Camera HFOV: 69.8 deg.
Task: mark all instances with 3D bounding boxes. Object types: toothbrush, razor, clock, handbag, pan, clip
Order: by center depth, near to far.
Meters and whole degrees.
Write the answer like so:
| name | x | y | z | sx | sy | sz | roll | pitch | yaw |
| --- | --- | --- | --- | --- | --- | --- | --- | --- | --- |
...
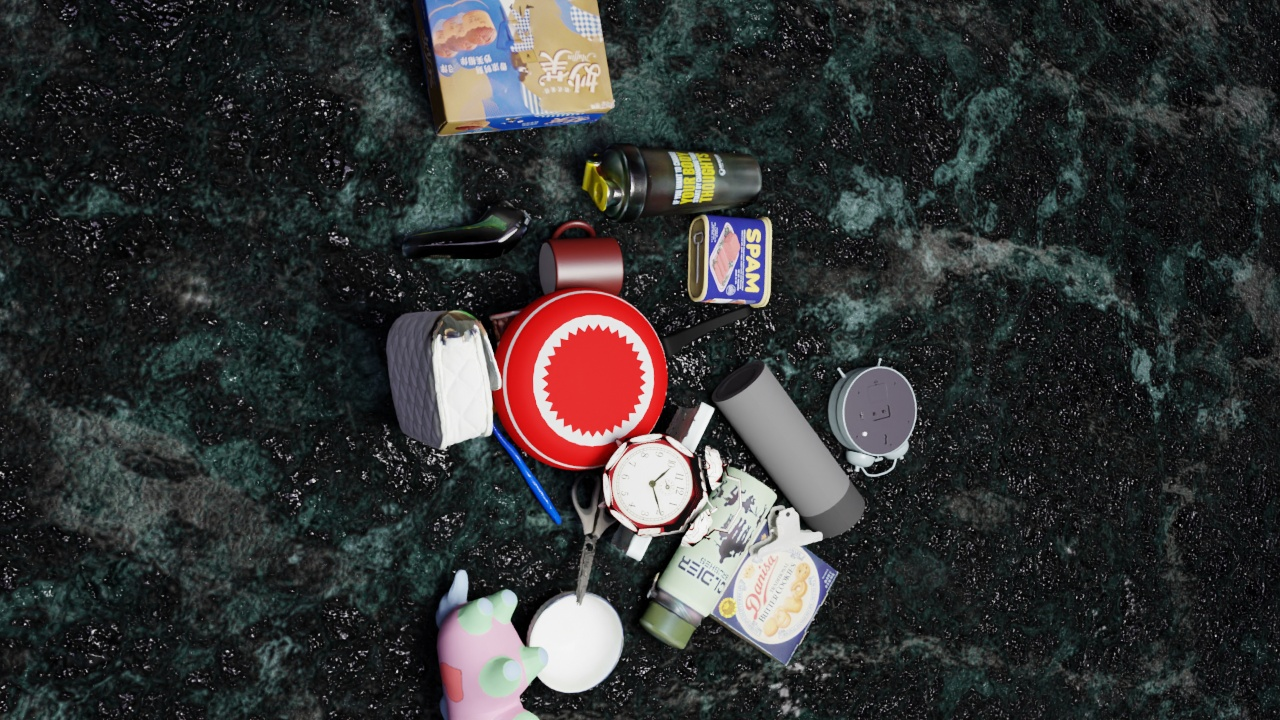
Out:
| name | x | y | z | sx | sy | sz | roll | pitch | yaw |
| --- | --- | --- | --- | --- | --- | --- | --- | --- | --- |
| handbag | -0.213 | 0.015 | 0.978 | 0.072 | 0.195 | 0.139 | -10 | 98 | -28 |
| clock | 0.037 | 0.143 | 1.005 | 0.155 | 0.065 | 0.114 | 13 | 80 | 14 |
| razor | -0.202 | -0.147 | 1.060 | 0.151 | 0.054 | 0.067 | -10 | 84 | -15 |
| pan | -0.002 | -0.003 | 1.075 | 0.355 | 0.067 | 0.209 | -22 | 101 | -24 |
| toothbrush | -0.142 | 0.121 | 1.102 | 0.018 | 0.016 | 0.182 | -37 | 103 | -23 |
| clip | 0.190 | 0.218 | 1.180 | 0.101 | 0.050 | 0.058 | -10 | 106 | -25 |
| clock | 0.323 | 0.082 | 1.276 | 0.122 | 0.045 | 0.159 | -12 | 96 | -22 |

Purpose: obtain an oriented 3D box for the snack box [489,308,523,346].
| name | x | y | z | sx | sy | sz | roll | pitch | yaw |
| --- | --- | --- | --- | --- | --- | --- | --- | --- | --- |
| snack box | -0.130 | -0.001 | 1.075 | 0.072 | 0.072 | 0.121 | -13 | 97 | -22 |

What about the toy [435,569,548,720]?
| name | x | y | z | sx | sy | sz | roll | pitch | yaw |
| --- | --- | --- | --- | --- | --- | --- | --- | --- | --- |
| toy | -0.185 | 0.360 | 1.041 | 0.120 | 0.171 | 0.222 | -4 | 57 | -56 |

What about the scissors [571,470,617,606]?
| name | x | y | z | sx | sy | sz | roll | pitch | yaw |
| --- | --- | --- | --- | --- | --- | --- | --- | --- | --- |
| scissors | -0.049 | 0.215 | 1.109 | 0.121 | 0.013 | 0.171 | -5 | 68 | -31 |

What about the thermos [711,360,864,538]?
| name | x | y | z | sx | sy | sz | roll | pitch | yaw |
| --- | --- | --- | --- | --- | --- | --- | --- | --- | --- |
| thermos | 0.196 | 0.118 | 1.203 | 0.082 | 0.082 | 0.240 | -42 | 105 | -17 |

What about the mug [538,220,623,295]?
| name | x | y | z | sx | sy | sz | roll | pitch | yaw |
| --- | --- | --- | --- | --- | --- | --- | --- | --- | --- |
| mug | -0.076 | -0.124 | 1.102 | 0.082 | 0.073 | 0.105 | -6 | 64 | -22 |

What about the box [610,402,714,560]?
| name | x | y | z | sx | sy | sz | roll | pitch | yaw |
| --- | --- | --- | --- | --- | --- | --- | --- | --- | --- |
| box | 0.027 | 0.144 | 1.106 | 0.041 | 0.135 | 0.197 | 29 | 80 | -3 |

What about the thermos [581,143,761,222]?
| name | x | y | z | sx | sy | sz | roll | pitch | yaw |
| --- | --- | --- | --- | --- | --- | --- | --- | --- | --- |
| thermos | 0.038 | -0.221 | 1.134 | 0.220 | 0.098 | 0.098 | -7 | 93 | -26 |

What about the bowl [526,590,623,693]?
| name | x | y | z | sx | sy | sz | roll | pitch | yaw |
| --- | --- | --- | --- | --- | --- | --- | --- | --- | --- |
| bowl | -0.086 | 0.331 | 1.102 | 0.118 | 0.062 | 0.118 | 0 | 91 | -23 |

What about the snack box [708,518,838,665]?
| name | x | y | z | sx | sy | sz | roll | pitch | yaw |
| --- | --- | --- | --- | --- | --- | --- | --- | --- | --- |
| snack box | 0.170 | 0.304 | 1.217 | 0.145 | 0.043 | 0.144 | 37 | 77 | -19 |

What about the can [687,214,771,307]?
| name | x | y | z | sx | sy | sz | roll | pitch | yaw |
| --- | --- | --- | --- | --- | --- | --- | --- | --- | --- |
| can | 0.114 | -0.129 | 1.181 | 0.092 | 0.057 | 0.116 | 1 | 90 | -21 |

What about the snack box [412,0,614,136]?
| name | x | y | z | sx | sy | sz | roll | pitch | yaw |
| --- | --- | --- | --- | --- | --- | --- | --- | --- | --- |
| snack box | -0.146 | -0.353 | 1.065 | 0.202 | 0.069 | 0.155 | -11 | 95 | -22 |

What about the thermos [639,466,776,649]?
| name | x | y | z | sx | sy | sz | roll | pitch | yaw |
| --- | --- | --- | --- | --- | --- | --- | --- | --- | --- |
| thermos | 0.080 | 0.250 | 1.163 | 0.082 | 0.082 | 0.231 | 37 | 78 | -19 |
